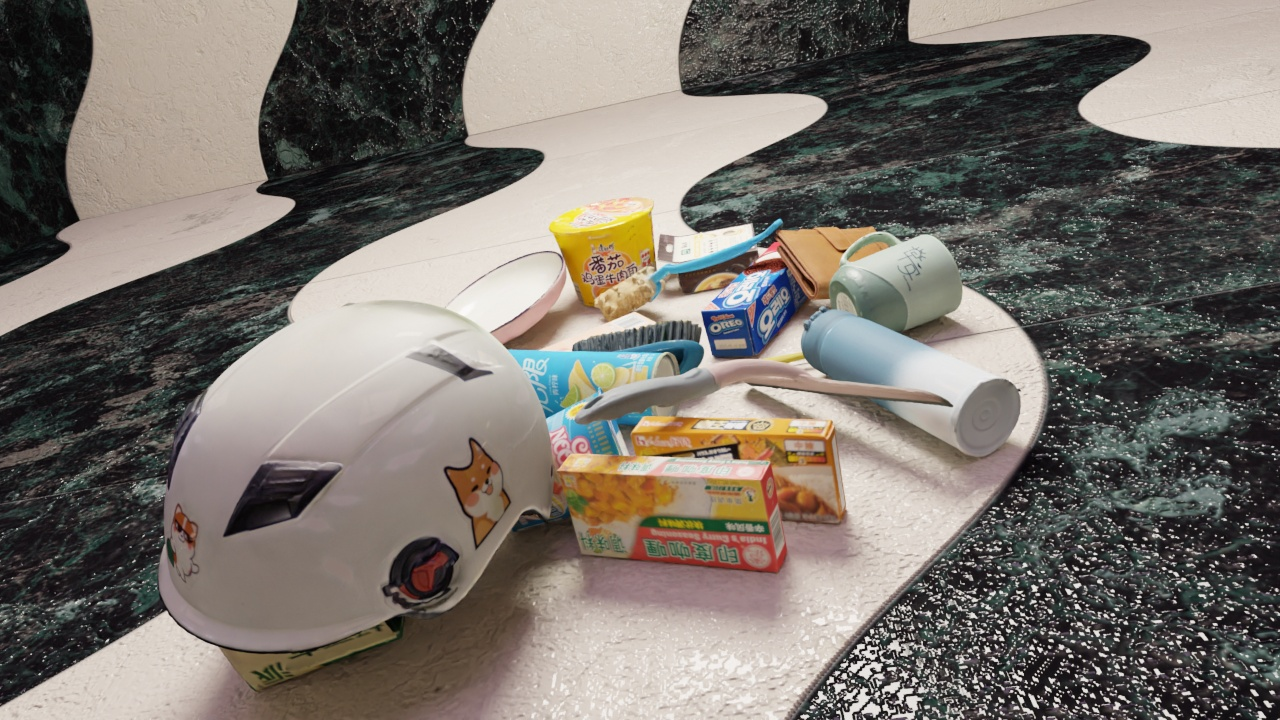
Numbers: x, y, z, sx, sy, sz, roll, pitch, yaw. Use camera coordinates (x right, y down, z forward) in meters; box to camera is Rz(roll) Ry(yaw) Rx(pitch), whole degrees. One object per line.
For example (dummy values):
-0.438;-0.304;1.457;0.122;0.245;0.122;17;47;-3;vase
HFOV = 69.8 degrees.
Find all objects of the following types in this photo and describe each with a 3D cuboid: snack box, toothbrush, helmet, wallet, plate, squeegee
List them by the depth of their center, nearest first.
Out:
-0.184;0.048;0.606;0.230;0.157;0.273;24;34;35;helmet
0.021;0.106;0.652;0.156;0.077;0.026;-1;27;26;snack box
0.072;0.080;0.685;0.154;0.075;0.026;-1;27;27;snack box
-0.240;0.131;0.713;0.114;0.063;0.239;-21;29;1;snack box
0.061;0.021;0.714;0.249;0.040;0.248;-5;5;-30;squeegee
0.128;0.006;0.899;0.190;0.017;0.015;-12;25;7;toothbrush
0.222;-0.107;0.999;0.131;0.031;0.107;-4;45;-23;wallet
-0.051;-0.007;1.006;0.157;0.026;0.084;-23;26;-21;snack box
0.140;-0.073;1.015;0.058;0.057;0.206;0;27;34;snack box
-0.171;-0.067;1.152;0.193;0.039;0.192;-23;29;13;plate
0.089;-0.135;1.185;0.126;0.053;0.113;-10;24;9;snack box

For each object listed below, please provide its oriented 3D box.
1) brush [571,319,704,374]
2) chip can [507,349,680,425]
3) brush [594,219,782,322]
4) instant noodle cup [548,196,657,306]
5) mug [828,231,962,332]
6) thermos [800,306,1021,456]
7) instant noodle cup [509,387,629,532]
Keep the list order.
-0.005;0.005;0.908;0.144;0.055;0.073;-10;64;23;brush
-0.071;0.024;0.870;0.210;0.071;0.071;1;27;23;chip can
0.050;-0.104;1.064;0.255;0.046;0.083;-22;7;27;brush
-0.039;-0.139;1.192;0.138;0.110;0.137;-12;23;5;instant noodle cup
0.244;-0.080;0.919;0.106;0.082;0.111;-21;60;-9;mug
0.216;0.010;0.775;0.070;0.070;0.220;-21;25;-17;thermos
-0.065;0.087;0.736;0.110;0.099;0.099;-22;24;0;instant noodle cup
